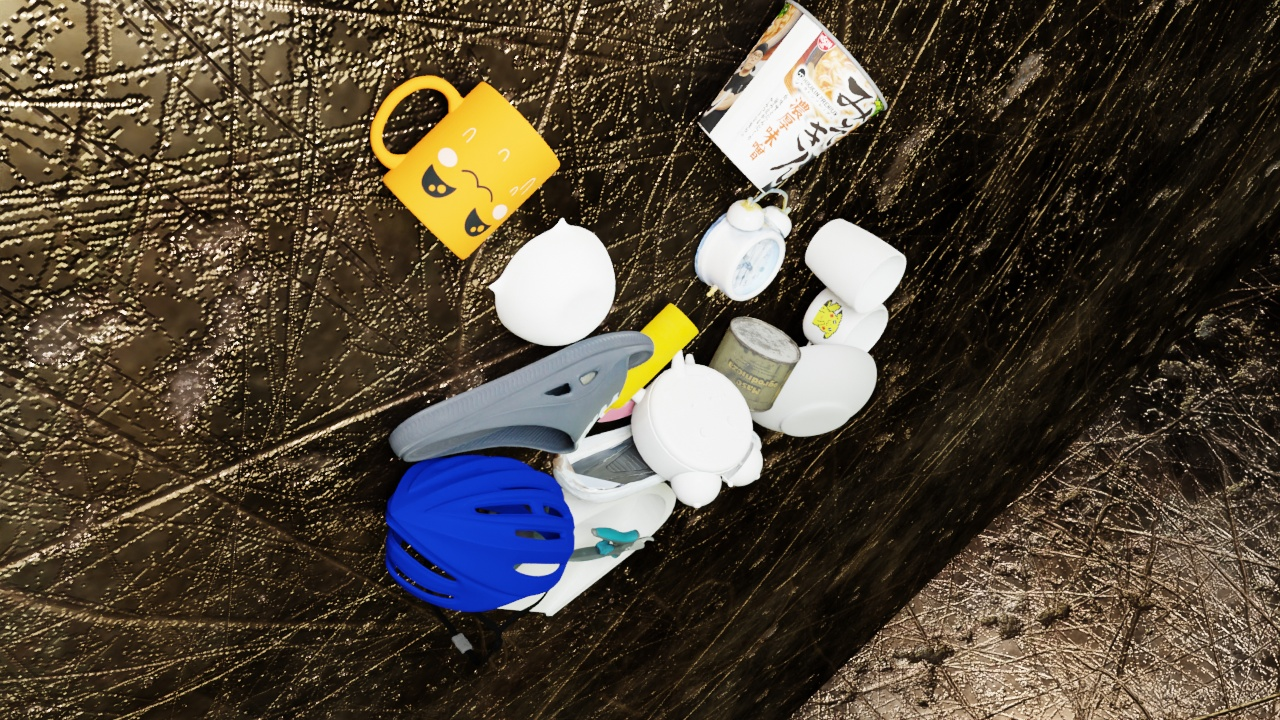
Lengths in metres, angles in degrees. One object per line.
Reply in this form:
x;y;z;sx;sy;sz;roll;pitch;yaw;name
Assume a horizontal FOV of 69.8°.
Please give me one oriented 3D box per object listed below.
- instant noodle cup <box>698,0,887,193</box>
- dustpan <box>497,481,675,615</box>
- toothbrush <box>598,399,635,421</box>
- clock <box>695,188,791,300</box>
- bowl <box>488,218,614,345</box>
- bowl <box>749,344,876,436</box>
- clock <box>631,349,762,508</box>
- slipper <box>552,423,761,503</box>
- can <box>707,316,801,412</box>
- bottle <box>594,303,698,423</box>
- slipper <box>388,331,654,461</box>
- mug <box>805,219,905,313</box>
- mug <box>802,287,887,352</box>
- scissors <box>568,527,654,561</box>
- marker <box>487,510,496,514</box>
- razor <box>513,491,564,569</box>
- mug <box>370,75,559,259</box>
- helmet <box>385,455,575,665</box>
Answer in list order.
0.122;-0.217;0.787;0.122;0.123;0.123;-43;149;14;instant noodle cup
-0.069;0.229;1.123;0.258;0.053;0.191;-49;148;7;dustpan
0.004;0.044;1.031;0.134;0.016;0.022;-22;139;-33;toothbrush
0.109;-0.120;0.935;0.088;0.052;0.126;0;124;-47;clock
-0.066;-0.056;0.806;0.114;0.050;0.115;-29;145;-24;bowl
0.214;0.050;1.155;0.176;0.066;0.177;-6;152;-4;bowl
0.060;0.068;0.983;0.125;0.161;0.073;-19;165;-35;clock
0.020;0.117;1.047;0.263;0.111;0.063;-12;126;-38;slipper
0.129;0.005;1.059;0.089;0.090;0.075;-6;131;-45;can
-0.006;0.006;0.951;0.143;0.043;0.043;-44;148;-1;bottle
-0.090;0.048;0.836;0.267;0.083;0.111;-22;170;-26;slipper
0.255;-0.111;1.074;0.114;0.087;0.081;10;119;-53;mug
0.254;-0.041;1.170;0.094;0.068;0.116;3;124;-50;mug
-0.036;0.222;1.105;0.154;0.019;0.126;-20;150;-23;scissors
-0.173;0.203;1.016;0.011;0.011;0.152;-16;138;-38;marker
-0.134;0.198;1.018;0.143;0.052;0.047;-50;157;14;razor
-0.128;-0.142;0.629;0.096;0.077;0.112;-45;117;-1;mug
-0.168;0.197;0.881;0.241;0.148;0.228;8;116;-52;helmet
